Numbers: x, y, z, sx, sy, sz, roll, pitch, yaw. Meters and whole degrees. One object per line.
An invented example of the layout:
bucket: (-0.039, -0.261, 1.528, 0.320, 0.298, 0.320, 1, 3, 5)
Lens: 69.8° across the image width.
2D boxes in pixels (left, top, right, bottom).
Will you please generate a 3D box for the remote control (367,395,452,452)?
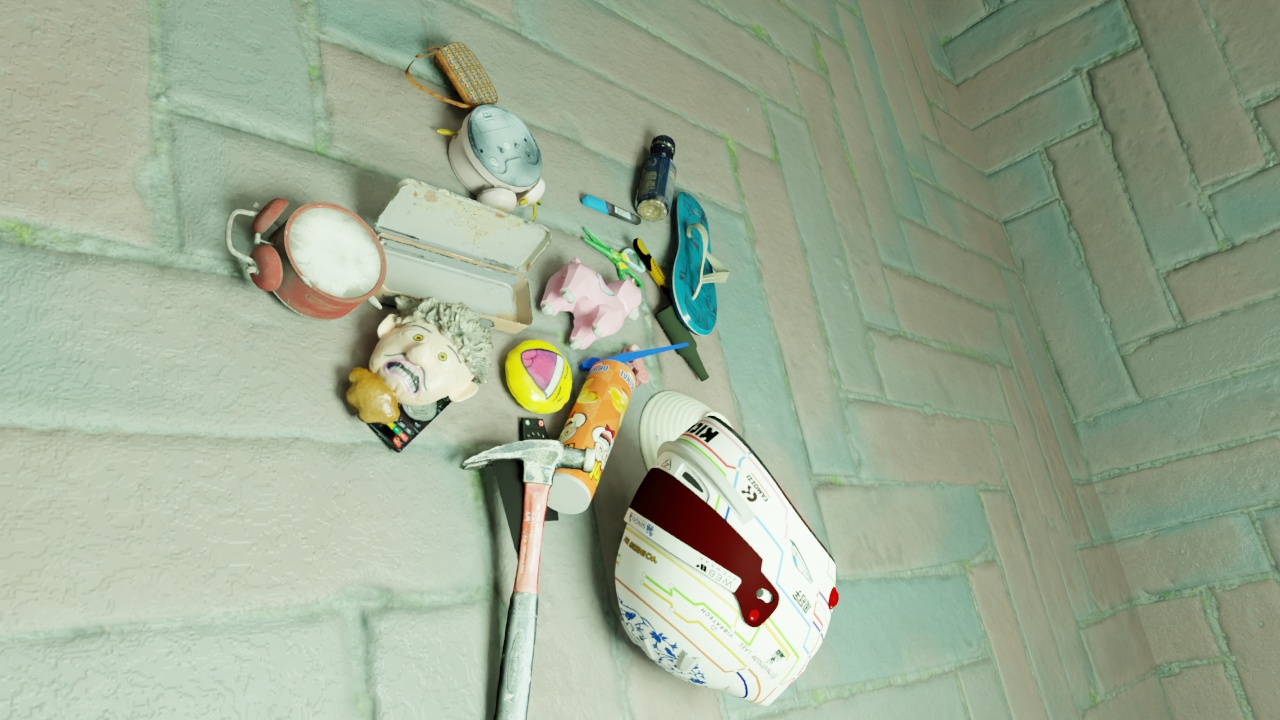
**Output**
remote control: (-0.232, 0.042, 0.984, 0.045, 0.021, 0.140, 45, 44, -6)

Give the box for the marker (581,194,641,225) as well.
marker: (-0.042, -0.221, 1.359, 0.122, 0.015, 0.018, 13, 64, -48)

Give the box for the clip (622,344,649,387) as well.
clip: (-0.003, 0.005, 1.258, 0.022, 0.039, 0.059, -8, 72, -44)

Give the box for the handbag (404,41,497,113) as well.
handbag: (-0.245, -0.345, 1.137, 0.093, 0.043, 0.195, 59, 21, -9)

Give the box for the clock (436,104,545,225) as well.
clock: (-0.179, -0.245, 1.176, 0.116, 0.059, 0.158, -36, 98, -51)

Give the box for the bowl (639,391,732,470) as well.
bowl: (0.084, 0.116, 1.270, 0.177, 0.071, 0.177, 26, 52, -38)

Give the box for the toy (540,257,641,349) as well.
toy: (-0.059, -0.081, 1.219, 0.123, 0.067, 0.157, 52, 35, -13)

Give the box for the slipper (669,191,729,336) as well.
slipper: (0.098, -0.157, 1.428, 0.118, 0.060, 0.294, 46, 34, -41)

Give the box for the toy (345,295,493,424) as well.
toy: (-0.230, -0.002, 0.952, 0.132, 0.076, 0.175, 41, 55, 3)

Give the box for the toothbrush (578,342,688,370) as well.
toothbrush: (-0.006, -0.007, 1.248, 0.186, 0.011, 0.016, -12, 77, -38)

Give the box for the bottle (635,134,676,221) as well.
bottle: (0.028, -0.289, 1.442, 0.056, 0.056, 0.160, 36, 46, -32)

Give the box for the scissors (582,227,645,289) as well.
scissors: (-0.037, -0.159, 1.330, 0.132, 0.013, 0.077, 43, 41, -25)

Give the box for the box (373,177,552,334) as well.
box: (-0.199, -0.115, 1.051, 0.216, 0.095, 0.121, 13, 64, -45)

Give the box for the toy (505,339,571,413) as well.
toy: (-0.123, 0.020, 1.107, 0.094, 0.041, 0.095, 39, 47, -24)

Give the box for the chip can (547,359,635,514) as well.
chip can: (-0.061, 0.087, 1.111, 0.062, 0.062, 0.209, 47, 37, -21)

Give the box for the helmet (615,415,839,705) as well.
helmet: (0.084, 0.248, 1.064, 0.235, 0.231, 0.314, -43, 114, -14)

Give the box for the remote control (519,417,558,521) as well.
remote control: (-0.118, 0.128, 1.076, 0.039, 0.010, 0.124, 7, 65, -47)

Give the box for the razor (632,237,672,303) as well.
razor: (0.029, -0.126, 1.373, 0.144, 0.021, 0.043, 55, 38, -29)

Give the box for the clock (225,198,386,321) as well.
clock: (-0.335, -0.102, 0.911, 0.156, 0.062, 0.109, 19, 57, -42)

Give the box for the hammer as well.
hammer: (-0.129, 0.240, 0.949, 0.140, 0.036, 0.325, 6, 70, -4)

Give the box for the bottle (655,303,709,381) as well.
bottle: (0.065, -0.024, 1.357, 0.123, 0.033, 0.032, 59, 38, -8)
